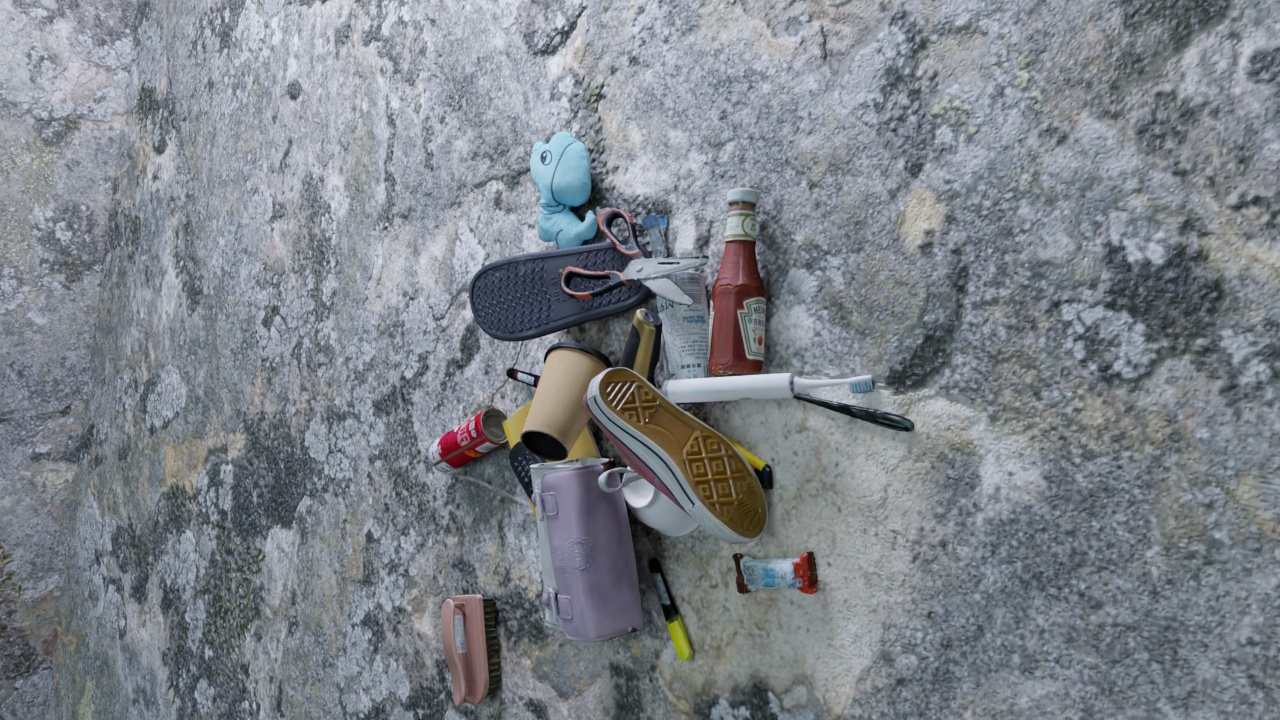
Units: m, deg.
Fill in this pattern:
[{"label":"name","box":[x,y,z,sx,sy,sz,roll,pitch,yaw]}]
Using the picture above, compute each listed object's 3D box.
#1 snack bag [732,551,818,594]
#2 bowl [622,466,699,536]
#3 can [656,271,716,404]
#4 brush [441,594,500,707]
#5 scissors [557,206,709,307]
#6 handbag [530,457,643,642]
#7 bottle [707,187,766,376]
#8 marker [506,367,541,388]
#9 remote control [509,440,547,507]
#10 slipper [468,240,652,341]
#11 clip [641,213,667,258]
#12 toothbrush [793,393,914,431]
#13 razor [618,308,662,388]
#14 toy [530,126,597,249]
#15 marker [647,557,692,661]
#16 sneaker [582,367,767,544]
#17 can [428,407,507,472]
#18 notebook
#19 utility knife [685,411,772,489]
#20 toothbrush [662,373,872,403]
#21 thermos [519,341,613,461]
[{"label":"snack bag","box":[0.140,0.224,0.964,0.106,0.026,0.045,-12,86,42]},{"label":"bowl","box":[0.018,0.145,1.057,0.118,0.064,0.118,-6,82,43]},{"label":"can","box":[0.052,-0.026,1.047,0.058,0.058,0.146,-15,75,40]},{"label":"brush","box":[-0.234,0.396,1.255,0.063,0.073,0.145,-14,78,40]},{"label":"scissors","box":[-0.015,-0.113,1.070,0.189,0.015,0.224,-36,53,22]},{"label":"handbag","box":[-0.067,0.215,1.068,0.145,0.098,0.197,-14,83,62]},{"label":"bottle","box":[0.108,-0.085,1.004,0.060,0.059,0.206,0,85,42]},{"label":"marker","box":[-0.143,0.028,1.249,0.124,0.015,0.018,14,100,43]},{"label":"remote control","box":[-0.126,0.162,1.188,0.053,0.024,0.136,-51,61,28]},{"label":"slipper","box":[-0.094,-0.086,1.183,0.269,0.083,0.110,-9,83,23]},{"label":"clip","box":[0.020,-0.148,1.116,0.027,0.044,0.058,-11,87,35]},{"label":"toothbrush","box":[0.196,0.046,0.939,0.181,0.018,0.015,15,93,41]},{"label":"razor","box":[-0.006,0.006,1.061,0.062,0.067,0.168,59,151,34]},{"label":"toy","box":[-0.102,-0.228,1.216,0.161,0.049,0.156,38,113,33]},{"label":"marker","box":[0.034,0.287,1.063,0.018,0.015,0.124,-39,58,32]},{"label":"sneaker","box":[0.030,0.109,0.983,0.241,0.118,0.088,42,145,-3]},{"label":"can","box":[-0.245,0.115,1.305,0.133,0.053,0.053,-29,67,37]},{"label":"notebook","box":[-0.104,0.141,1.193,0.146,0.010,0.206,-36,68,34]},{"label":"utility knife","box":[0.082,0.096,1.036,0.177,0.015,0.033,32,108,39]},{"label":"toothbrush","box":[0.130,0.028,0.958,0.221,0.026,0.026,-4,97,23]},{"label":"thermos","box":[-0.090,0.047,1.109,0.093,0.093,0.143,-16,40,40]}]
